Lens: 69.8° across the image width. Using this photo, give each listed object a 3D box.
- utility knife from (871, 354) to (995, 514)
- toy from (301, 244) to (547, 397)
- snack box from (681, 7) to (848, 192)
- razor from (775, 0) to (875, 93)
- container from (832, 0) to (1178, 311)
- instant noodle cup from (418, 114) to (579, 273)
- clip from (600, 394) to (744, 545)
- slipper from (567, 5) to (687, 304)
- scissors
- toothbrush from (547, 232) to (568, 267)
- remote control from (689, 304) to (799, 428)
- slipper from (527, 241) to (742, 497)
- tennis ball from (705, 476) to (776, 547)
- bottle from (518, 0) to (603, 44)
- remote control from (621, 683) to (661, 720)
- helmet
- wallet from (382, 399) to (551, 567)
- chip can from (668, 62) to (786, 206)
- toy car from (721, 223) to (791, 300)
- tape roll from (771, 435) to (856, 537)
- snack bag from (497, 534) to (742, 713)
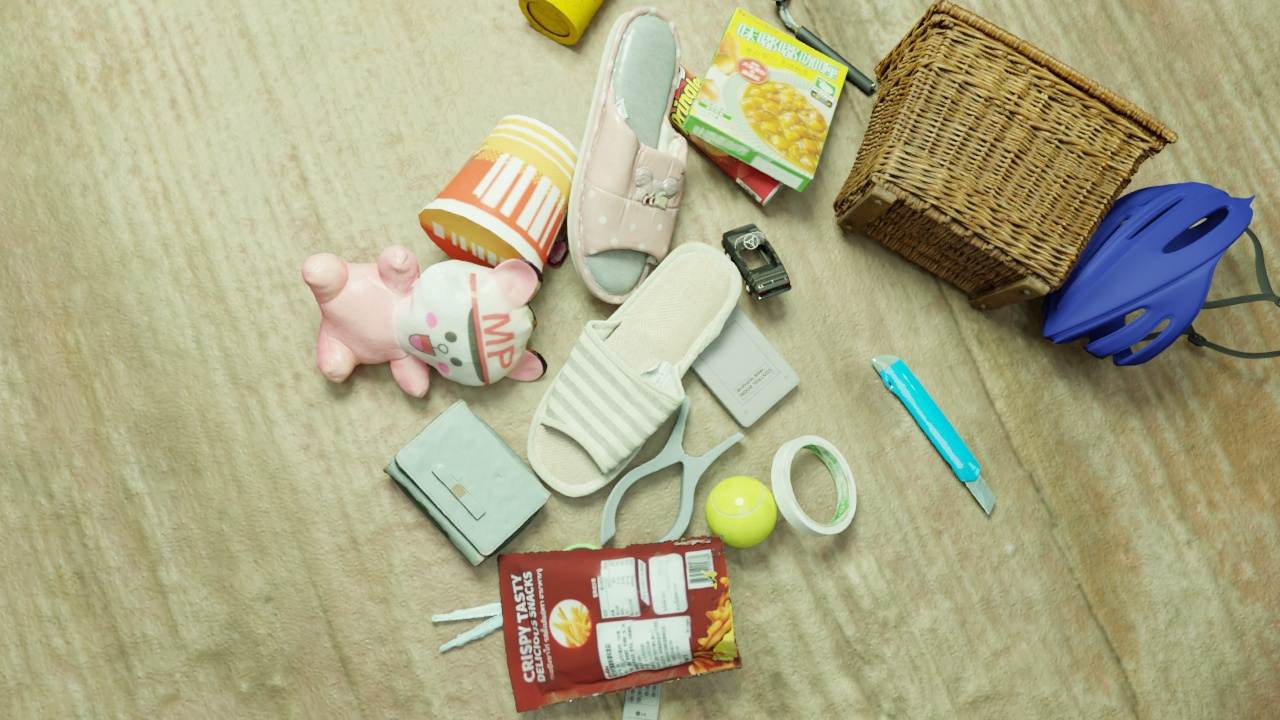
[{"bbox_3d":[0.289,0.069,0.895,0.031,0.015,0.185,-33,82,-6],"label":"utility knife"},{"bbox_3d":[-0.192,-0.039,0.836,0.213,0.084,0.142,2,118,1],"label":"toy"},{"bbox_3d":[0.125,-0.257,0.895,0.132,0.027,0.167,26,58,-7],"label":"snack box"},{"bbox_3d":[0.186,-0.328,0.951,0.144,0.022,0.042,45,36,0],"label":"razor"},{"bbox_3d":[0.319,-0.174,0.865,0.250,0.162,0.183,28,84,-3],"label":"container"},{"bbox_3d":[-0.120,-0.150,0.853,0.123,0.124,0.121,28,72,0],"label":"instant noodle cup"},{"bbox_3d":[0.039,0.127,0.862,0.115,0.028,0.163,34,81,1],"label":"clip"},{"bbox_3d":[-0.003,-0.187,0.851,0.114,0.054,0.274,1,100,-44],"label":"slipper"},{"bbox_3d":[-0.110,0.217,0.844,0.175,0.032,0.093,-9,84,-10],"label":"scissors"},{"bbox_3d":[-0.043,-0.175,0.909,0.016,0.016,0.189,28,80,1],"label":"toothbrush"},{"bbox_3d":[0.079,-0.013,0.891,0.074,0.019,0.151,-40,86,-9],"label":"remote control"},{"bbox_3d":[-0.005,0.005,0.853,0.114,0.054,0.272,35,87,9],"label":"slipper"},{"bbox_3d":[0.093,0.139,0.844,0.065,0.065,0.065,1,81,-4],"label":"tennis ball"},{"bbox_3d":[-0.049,-0.405,0.919,0.071,0.071,0.163,30,80,1],"label":"bottle"},{"bbox_3d":[0.007,0.267,0.842,0.033,0.013,0.136,8,80,-1],"label":"remote control"},{"bbox_3d":[0.512,-0.054,0.863,0.241,0.148,0.227,-43,82,-10],"label":"helmet"},{"bbox_3d":[-0.157,0.112,0.839,0.100,0.054,0.131,-45,92,-9],"label":"wallet"},{"bbox_3d":[0.061,-0.243,0.911,0.214,0.052,0.051,43,80,3],"label":"chip can"},{"bbox_3d":[0.111,-0.098,0.885,0.040,0.037,0.092,-19,50,-6],"label":"toy car"},{"bbox_3d":[0.162,0.117,0.854,0.093,0.018,0.093,14,64,-32],"label":"tape roll"},{"bbox_3d":[-0.020,0.227,0.811,0.208,0.066,0.139,-9,83,0],"label":"snack bag"}]
